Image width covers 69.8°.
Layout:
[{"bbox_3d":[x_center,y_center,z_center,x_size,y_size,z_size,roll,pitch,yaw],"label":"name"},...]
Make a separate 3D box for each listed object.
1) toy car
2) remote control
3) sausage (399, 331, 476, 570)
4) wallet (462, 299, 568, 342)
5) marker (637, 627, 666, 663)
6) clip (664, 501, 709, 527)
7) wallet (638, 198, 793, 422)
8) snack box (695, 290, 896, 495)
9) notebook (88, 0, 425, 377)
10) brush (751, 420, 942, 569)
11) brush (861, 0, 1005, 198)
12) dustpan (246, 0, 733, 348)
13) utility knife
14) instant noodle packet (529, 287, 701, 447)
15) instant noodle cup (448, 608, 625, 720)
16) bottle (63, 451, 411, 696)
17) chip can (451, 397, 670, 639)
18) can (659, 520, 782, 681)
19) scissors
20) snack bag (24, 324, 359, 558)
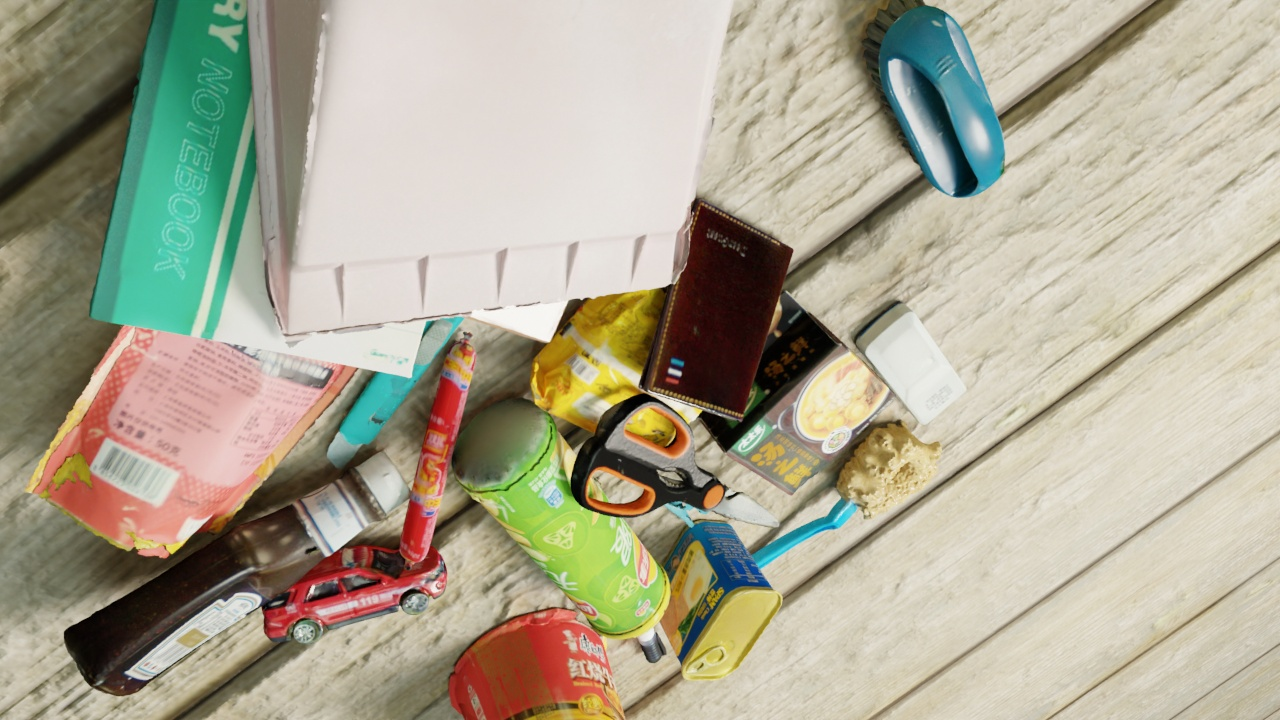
[{"bbox_3d":[-0.189,0.149,0.607,0.120,0.053,0.045,-11,108,-14],"label":"toy car"},{"bbox_3d":[0.215,0.005,0.721,0.049,0.024,0.125,-42,132,8],"label":"remote control"},{"bbox_3d":[-0.125,0.057,0.564,0.020,0.020,0.156,10,100,-32],"label":"sausage"},{"bbox_3d":[-0.076,-0.069,0.507,0.115,0.020,0.101,18,99,-39],"label":"wallet"},{"bbox_3d":[0.001,0.217,0.779,0.022,0.018,0.131,-20,132,-6],"label":"marker"},{"bbox_3d":[0.033,0.112,0.717,0.046,0.014,0.057,-42,133,10],"label":"clip"},{"bbox_3d":[0.049,-0.029,0.577,0.096,0.020,0.122,20,85,-44],"label":"wallet"},{"bbox_3d":[0.110,0.029,0.673,0.113,0.053,0.125,-46,136,11],"label":"snack box"},{"bbox_3d":[-0.151,-0.103,0.426,0.150,0.012,0.209,12,102,-32],"label":"notebook"},{"bbox_3d":[0.147,0.141,0.786,0.255,0.046,0.083,-39,136,11],"label":"brush"},{"bbox_3d":[0.186,-0.150,0.555,0.055,0.073,0.144,-36,133,9],"label":"brush"},{"bbox_3d":[-0.067,-0.157,0.428,0.222,0.138,0.274,-8,143,-28],"label":"dustpan"},{"bbox_3d":[-0.138,0.002,0.549,0.029,0.013,0.171,28,109,-37],"label":"utility knife"},{"bbox_3d":[-0.004,0.003,0.597,0.111,0.044,0.128,-49,134,5],"label":"instant noodle packet"},{"bbox_3d":[-0.075,0.288,0.733,0.137,0.108,0.138,-13,129,-17],"label":"instant noodle cup"},{"bbox_3d":[-0.229,0.121,0.546,0.194,0.044,0.080,-33,165,-20],"label":"bottle"},{"bbox_3d":[-0.050,0.115,0.639,0.072,0.072,0.221,-32,132,-1],"label":"chip can"},{"bbox_3d":[0.056,0.193,0.743,0.057,0.083,0.102,11,119,-32],"label":"can"},{"bbox_3d":[0.030,0.100,0.645,0.124,0.022,0.235,-44,135,-11],"label":"scissors"},{"bbox_3d":[-0.214,0.003,0.482,0.128,0.073,0.208,30,100,-46],"label":"snack bag"}]
